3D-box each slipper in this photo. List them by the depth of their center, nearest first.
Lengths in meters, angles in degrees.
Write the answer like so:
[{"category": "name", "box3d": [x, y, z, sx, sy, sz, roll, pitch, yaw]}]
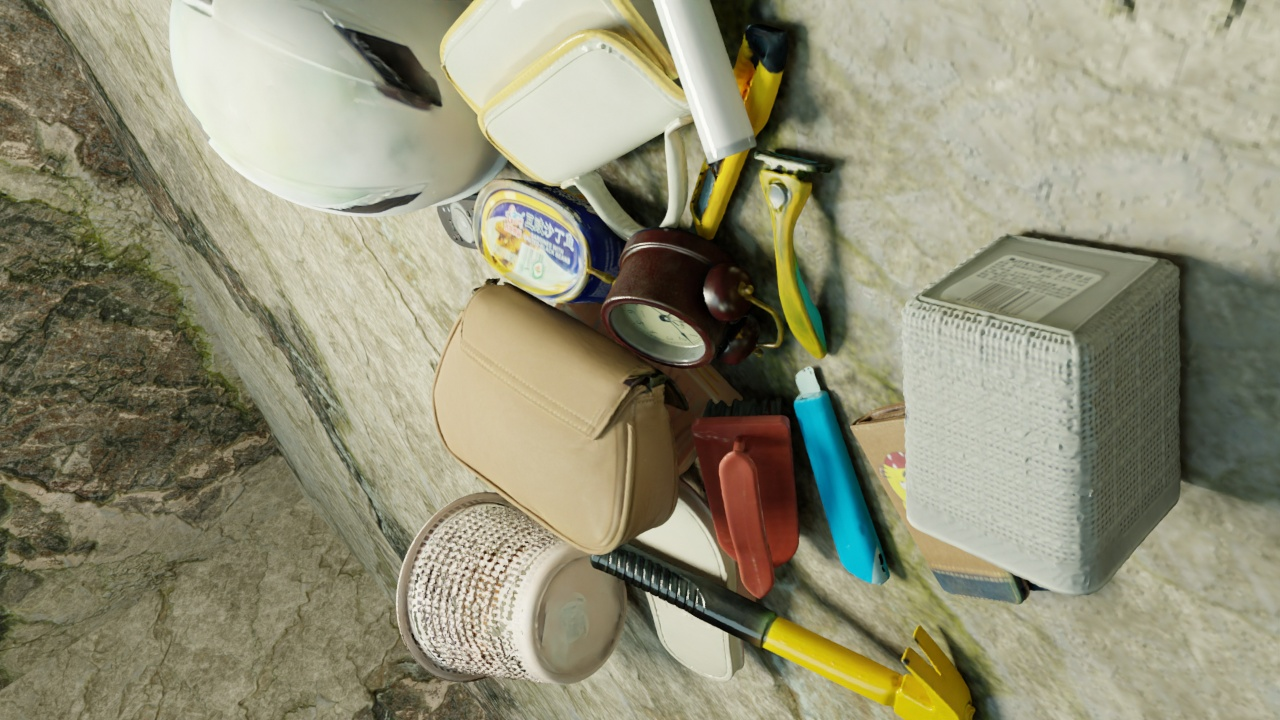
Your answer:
[{"category": "slipper", "box3d": [0.045, 0.180, 0.779, 0.114, 0.054, 0.275, 14, 137, 31]}]

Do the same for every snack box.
[{"category": "snack box", "box3d": [-0.004, 0.004, 0.679, 0.157, 0.026, 0.085, 46, 128, 16]}]

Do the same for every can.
[{"category": "can", "box3d": [-0.062, -0.085, 0.650, 0.148, 0.049, 0.075, 32, 115, 43]}]

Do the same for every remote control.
[{"category": "remote control", "box3d": [-0.137, -0.120, 0.792, 0.137, 0.024, 0.053, 15, 134, 54]}]

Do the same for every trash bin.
[{"category": "trash bin", "box3d": [-0.131, 0.272, 1.047, 0.192, 0.226, 0.227, 0, 121, 44]}]

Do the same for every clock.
[{"category": "clock", "box3d": [0.031, -0.034, 0.561, 0.122, 0.055, 0.082, 14, 152, 22]}]

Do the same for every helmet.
[{"category": "helmet", "box3d": [-0.229, -0.202, 0.651, 0.259, 0.145, 0.230, 34, 131, 12]}]

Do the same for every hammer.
[{"category": "hammer", "box3d": [0.095, 0.200, 0.681, 0.301, 0.032, 0.129, 20, 137, 24]}]

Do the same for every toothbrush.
[{"category": "toothbrush", "box3d": [0.008, -0.204, 0.438, 0.027, 0.026, 0.221, -15, 103, 25]}]

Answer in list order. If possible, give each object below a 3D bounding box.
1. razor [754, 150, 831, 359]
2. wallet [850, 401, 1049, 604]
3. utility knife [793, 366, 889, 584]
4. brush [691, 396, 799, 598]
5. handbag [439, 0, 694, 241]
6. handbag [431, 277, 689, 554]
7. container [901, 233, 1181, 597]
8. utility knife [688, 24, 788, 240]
[{"category": "razor", "box3d": [0.088, -0.051, 0.504, 0.043, 0.028, 0.133, 23, 141, 41]}, {"category": "wallet", "box3d": [0.172, 0.074, 0.501, 0.115, 0.033, 0.090, 61, 154, -2]}, {"category": "utility knife", "box3d": [0.126, 0.074, 0.590, 0.034, 0.018, 0.162, 8, 125, 52]}, {"category": "brush", "box3d": [0.075, 0.097, 0.625, 0.063, 0.069, 0.146, -2, 128, 14]}, {"category": "handbag", "box3d": [-0.026, -0.144, 0.531, 0.164, 0.063, 0.179, -12, 117, 55]}, {"category": "handbag", "box3d": [-0.056, 0.037, 0.652, 0.204, 0.099, 0.148, 31, 123, 30]}, {"category": "container", "box3d": [0.166, 0.016, 0.383, 0.090, 0.090, 0.114, 22, 135, 47]}, {"category": "utility knife", "box3d": [0.045, -0.108, 0.511, 0.193, 0.015, 0.033, 108, 141, -57]}]
